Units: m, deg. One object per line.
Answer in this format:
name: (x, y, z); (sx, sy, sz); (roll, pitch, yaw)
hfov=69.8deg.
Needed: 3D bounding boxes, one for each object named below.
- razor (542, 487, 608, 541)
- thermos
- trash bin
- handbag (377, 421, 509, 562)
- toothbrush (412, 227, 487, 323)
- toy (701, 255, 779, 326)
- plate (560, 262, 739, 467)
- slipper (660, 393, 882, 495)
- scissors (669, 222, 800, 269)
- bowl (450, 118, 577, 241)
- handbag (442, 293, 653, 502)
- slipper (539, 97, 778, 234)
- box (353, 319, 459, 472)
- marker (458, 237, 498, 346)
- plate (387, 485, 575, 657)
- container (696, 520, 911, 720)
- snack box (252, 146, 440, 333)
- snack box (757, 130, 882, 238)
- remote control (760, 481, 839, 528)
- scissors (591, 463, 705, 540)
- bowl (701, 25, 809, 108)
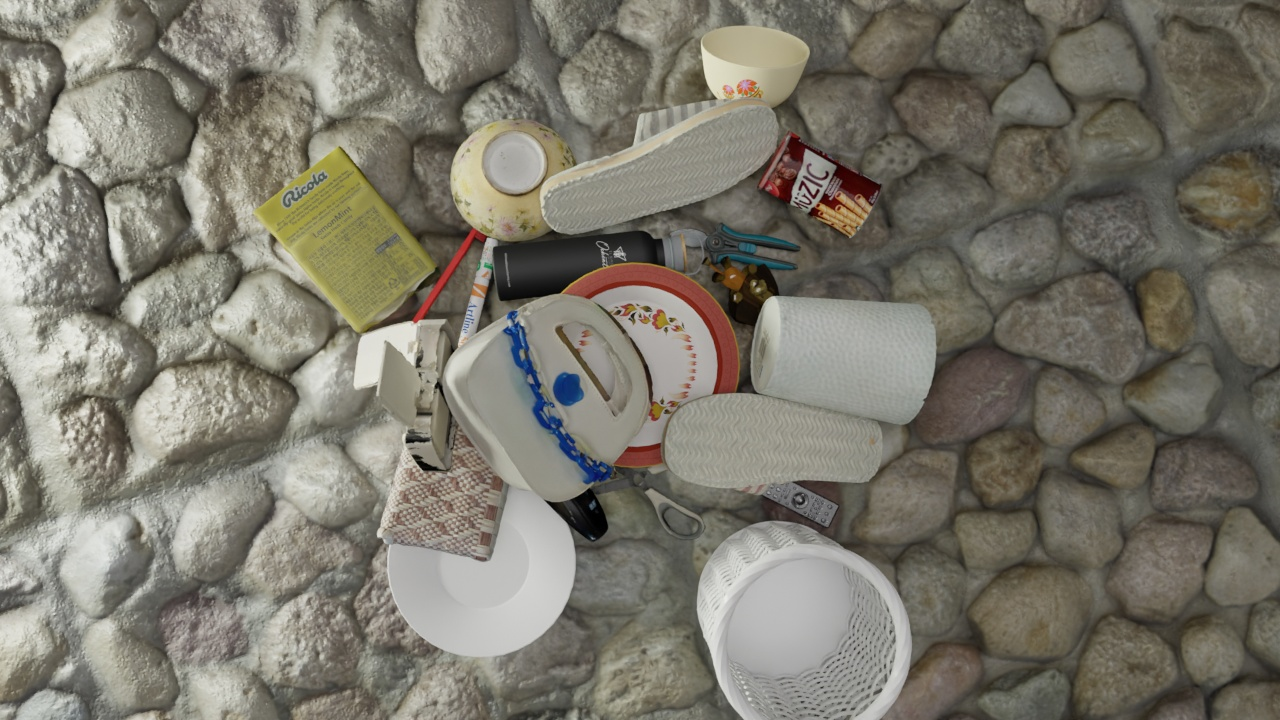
razor: (-0.080, 0.134, 1.008); (0.064, 0.052, 0.140); (-34, 95, 37)
thermos: (-0.045, -0.109, 1.019); (0.231, 0.061, 0.061); (-7, 89, -2)
trash bin: (0.210, -0.006, 0.981); (0.161, 0.133, 0.133); (8, 88, -8)
handbag: (-0.202, 0.119, 1.000); (0.124, 0.047, 0.185); (11, 69, 0)
toothbrush: (-0.225, -0.078, 1.037); (0.018, 0.012, 0.212); (33, 88, -1)
toy: (0.112, -0.083, 1.021); (0.100, 0.063, 0.076); (36, 69, -19)
plate: (-0.006, 0.006, 1.016); (0.230, 0.021, 0.230); (0, 102, 0)
slipper: (0.144, 0.095, 1.015); (0.262, 0.052, 0.115); (4, 91, -18)
scissors: (0.109, -0.123, 1.046); (0.136, 0.019, 0.139); (-30, 91, -3)
bowl: (-0.138, -0.208, 1.011); (0.145, 0.063, 0.145); (1, 84, -7)
handbag: (-0.078, 0.030, 0.937); (0.199, 0.093, 0.201); (-42, 109, -23)
slipper: (0.018, -0.213, 1.000); (0.272, 0.114, 0.054); (-23, 48, 0)
box: (-0.248, 0.018, 0.917); (0.099, 0.184, 0.143); (-1, 62, 1)
marker: (-0.185, -0.067, 1.036); (0.017, 0.017, 0.145); (14, 88, -2)
plate: (-0.177, 0.226, 1.029); (0.208, 0.015, 0.208); (0, 89, -2)
container: (0.159, 0.271, 0.953); (0.189, 0.187, 0.189); (0, 88, -2)
snack box: (-0.321, -0.130, 1.020); (0.121, 0.045, 0.181); (-40, 93, -4)
snack box: (0.200, -0.195, 1.025); (0.121, 0.072, 0.072); (29, 88, -2)
remote control: (0.158, 0.147, 1.045); (0.140, 0.009, 0.030); (27, 88, -1)
scissors: (0.017, 0.137, 1.039); (0.157, 0.012, 0.171); (-40, 89, -3)
bowl: (0.123, -0.313, 1.019); (0.118, 0.117, 0.074); (2, 130, -2)
